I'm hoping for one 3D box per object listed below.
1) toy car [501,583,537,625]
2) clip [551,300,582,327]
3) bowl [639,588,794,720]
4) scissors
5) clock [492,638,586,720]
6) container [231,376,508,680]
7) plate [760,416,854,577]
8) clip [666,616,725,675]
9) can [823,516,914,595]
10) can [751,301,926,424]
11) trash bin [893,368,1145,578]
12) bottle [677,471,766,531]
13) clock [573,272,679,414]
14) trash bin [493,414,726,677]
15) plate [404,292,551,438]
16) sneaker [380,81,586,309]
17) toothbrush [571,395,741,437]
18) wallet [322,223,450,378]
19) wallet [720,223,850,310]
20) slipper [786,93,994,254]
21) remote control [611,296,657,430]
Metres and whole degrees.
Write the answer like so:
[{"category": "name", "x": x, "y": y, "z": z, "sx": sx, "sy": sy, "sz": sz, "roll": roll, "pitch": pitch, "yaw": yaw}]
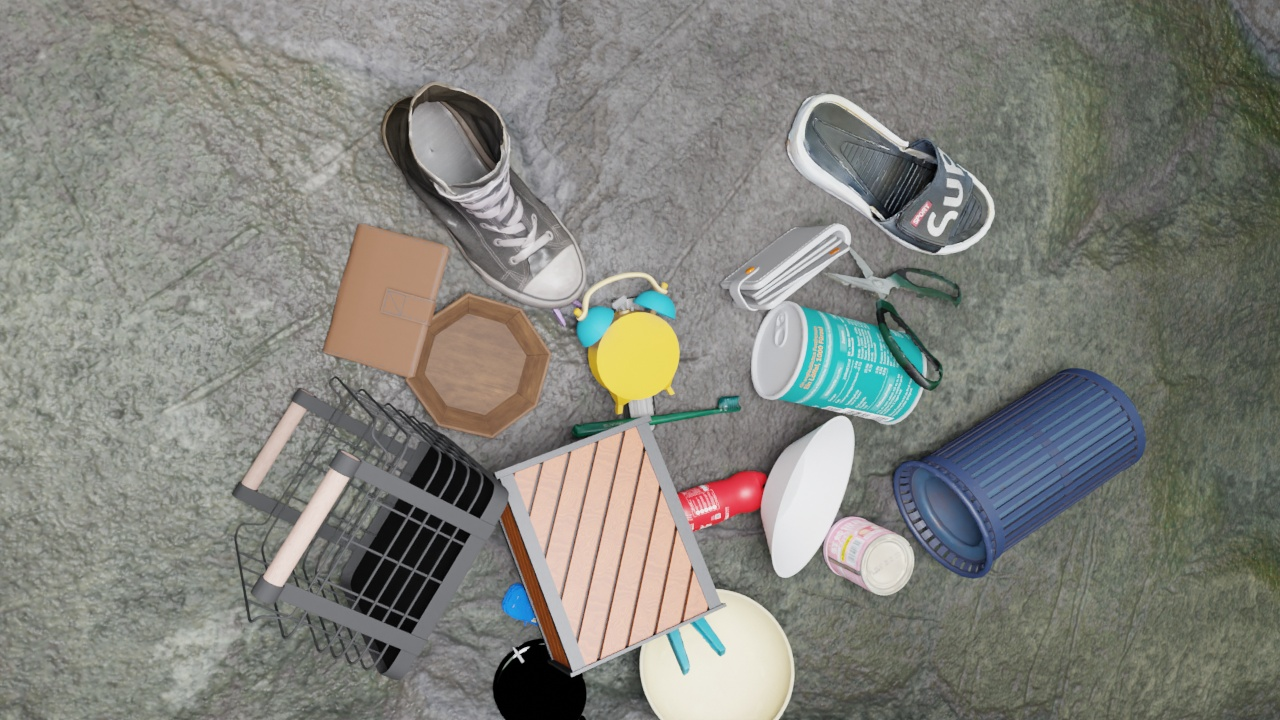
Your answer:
[{"category": "toy car", "x": -0.083, "y": 0.250, "z": 0.877, "sx": 0.092, "sy": 0.062, "sz": 0.033, "roll": 28, "pitch": 85, "yaw": -20}, {"category": "clip", "x": -0.081, "y": -0.057, "z": 0.875, "sx": 0.050, "sy": 0.013, "sz": 0.029, "roll": 44, "pitch": 79, "yaw": -15}, {"category": "bowl", "x": 0.073, "y": 0.314, "z": 0.917, "sx": 0.151, "sy": 0.075, "sz": 0.150, "roll": 1, "pitch": 56, "yaw": -1}, {"category": "scissors", "x": 0.279, "y": -0.047, "z": 0.943, "sx": 0.201, "sy": 0.015, "sz": 0.205, "roll": 7, "pitch": 49, "yaw": -27}, {"category": "clock", "x": -0.095, "y": 0.334, "z": 0.891, "sx": 0.091, "sy": 0.042, "sz": 0.121, "roll": 2, "pitch": 94, "yaw": -20}, {"category": "container", "x": -0.227, "y": 0.119, "z": 0.726, "sx": 0.130, "sy": 0.241, "sz": 0.162, "roll": 34, "pitch": 83, "yaw": -27}, {"category": "plate", "x": 0.163, "y": 0.133, "z": 0.941, "sx": 0.173, "sy": 0.036, "sz": 0.174, "roll": -33, "pitch": 133, "yaw": -44}, {"category": "clip", "x": 0.016, "y": 0.247, "z": 0.898, "sx": 0.120, "sy": 0.030, "sz": 0.130, "roll": -5, "pitch": 56, "yaw": -11}, {"category": "can", "x": 0.243, "y": 0.208, "z": 0.983, "sx": 0.067, "sy": 0.076, "sz": 0.067, "roll": -2, "pitch": 96, "yaw": -20}, {"category": "can", "x": 0.201, "y": 0.004, "z": 0.935, "sx": 0.143, "sy": 0.099, "sz": 0.099, "roll": 12, "pitch": 91, "yaw": -20}, {"category": "trash bin", "x": 0.421, "y": 0.114, "z": 1.007, "sx": 0.249, "sy": 0.139, "sz": 0.139, "roll": -28, "pitch": 104, "yaw": -17}, {"category": "bottle", "x": 0.065, "y": 0.148, "z": 0.931, "sx": 0.141, "sy": 0.042, "sz": 0.042, "roll": -16, "pitch": 100, "yaw": -18}, {"category": "clock", "x": -0.009, "y": -0.019, "z": 0.875, "sx": 0.099, "sy": 0.044, "sz": 0.130, "roll": -18, "pitch": 107, "yaw": -18}, {"category": "trash bin", "x": -0.039, "y": 0.163, "z": 0.816, "sx": 0.139, "sy": 0.140, "sz": 0.171, "roll": -20, "pitch": 82, "yaw": -17}, {"category": "plate", "x": -0.150, "y": 0.004, "z": 0.849, "sx": 0.131, "sy": 0.025, "sz": 0.131, "roll": -2, "pitch": 96, "yaw": -20}, {"category": "sneaker", "x": -0.123, "y": -0.136, "z": 0.796, "sx": 0.095, "sy": 0.120, "sz": 0.235, "roll": -40, "pitch": 109, "yaw": -12}, {"category": "toothbrush", "x": 0.020, "y": 0.054, "z": 0.903, "sx": 0.189, "sy": 0.016, "sz": 0.017, "roll": -7, "pitch": 98, "yaw": -29}, {"category": "wallet", "x": -0.224, "y": -0.053, "z": 0.810, "sx": 0.087, "sy": 0.013, "sz": 0.121, "roll": 16, "pitch": 90, "yaw": 4}, {"category": "wallet", "x": 0.147, "y": -0.092, "z": 0.898, "sx": 0.118, "sy": 0.115, "sz": 0.037, "roll": -38, "pitch": 106, "yaw": -13}, {"category": "slipper", "x": 0.275, "y": -0.191, "z": 0.965, "sx": 0.263, "sy": 0.063, "sz": 0.111, "roll": 27, "pitch": 86, "yaw": -17}, {"category": "remote control", "x": -0.005, "y": 0.005, "z": 0.908, "sx": 0.033, "sy": 0.013, "sz": 0.136, "roll": -9, "pitch": 97, "yaw": -20}]
